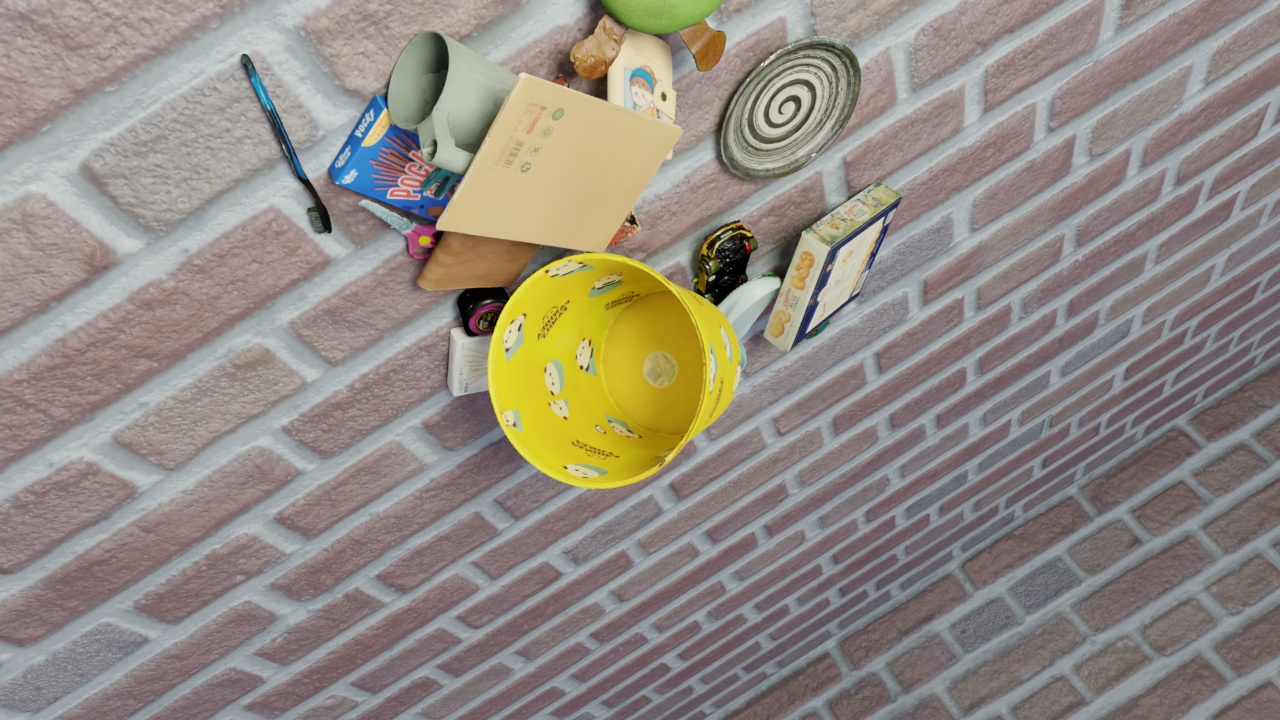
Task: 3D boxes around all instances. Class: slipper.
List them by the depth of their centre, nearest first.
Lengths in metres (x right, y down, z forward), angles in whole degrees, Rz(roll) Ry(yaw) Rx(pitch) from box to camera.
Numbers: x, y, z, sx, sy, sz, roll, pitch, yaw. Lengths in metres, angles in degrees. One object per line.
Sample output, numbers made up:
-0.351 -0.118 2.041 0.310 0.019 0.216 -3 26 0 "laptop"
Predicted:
0.109 -0.015 1.216 0.246 0.074 0.103 -50 162 29 "slipper"

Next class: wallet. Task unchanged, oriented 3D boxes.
0.001 -0.247 0.856 0.024 0.115 0.087 -4 176 45 "wallet"
-0.157 -0.109 0.929 0.115 0.020 0.101 -4 147 -43 "wallet"

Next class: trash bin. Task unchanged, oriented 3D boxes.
-0.006 0.006 1.005 0.230 0.229 0.255 -44 169 15 "trash bin"

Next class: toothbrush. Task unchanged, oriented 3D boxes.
-0.299 -0.177 0.779 0.016 0.014 0.190 -5 142 2 "toothbrush"

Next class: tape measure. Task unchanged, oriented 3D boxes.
-0.170 -0.058 1.001 0.058 0.039 0.057 -20 144 -9 "tape measure"
0.253 -0.056 1.345 0.058 0.025 0.055 -21 143 -15 "tape measure"

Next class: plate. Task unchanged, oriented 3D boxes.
0.162 -0.277 1.009 0.179 0.024 0.180 -21 145 -15 "plate"

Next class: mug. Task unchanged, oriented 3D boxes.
-0.144 -0.202 0.775 0.084 0.123 0.103 -29 154 33 "mug"

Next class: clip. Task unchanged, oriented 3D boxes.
-0.175 -0.171 0.832 0.057 0.014 0.043 -45 144 15 "clip"

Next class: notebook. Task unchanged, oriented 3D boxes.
-0.064 -0.160 0.794 0.207 0.008 0.148 -1 134 -52 "notebook"

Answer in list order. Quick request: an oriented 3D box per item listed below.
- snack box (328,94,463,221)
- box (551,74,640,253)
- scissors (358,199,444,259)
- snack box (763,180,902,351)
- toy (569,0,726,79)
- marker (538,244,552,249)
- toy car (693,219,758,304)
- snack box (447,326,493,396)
-0.196 -0.176 0.847 0.157 0.026 0.085 16 124 -47 "snack box"
-0.053 -0.186 0.888 0.077 0.091 0.168 -27 145 2 "box"
-0.225 -0.127 0.877 0.057 0.017 0.133 -30 158 15 "scissors"
0.251 -0.122 1.196 0.182 0.046 0.178 -34 152 -36 "snack box"
0.022 -0.348 0.747 0.226 0.089 0.247 -2 136 -13 "toy"
-0.131 -0.121 0.973 0.145 0.017 0.017 -14 141 -25 "marker"
0.101 -0.115 1.136 0.071 0.041 0.156 -29 159 -11 "toy car"
-0.148 -0.010 1.081 0.156 0.027 0.085 -11 134 -27 "snack box"
